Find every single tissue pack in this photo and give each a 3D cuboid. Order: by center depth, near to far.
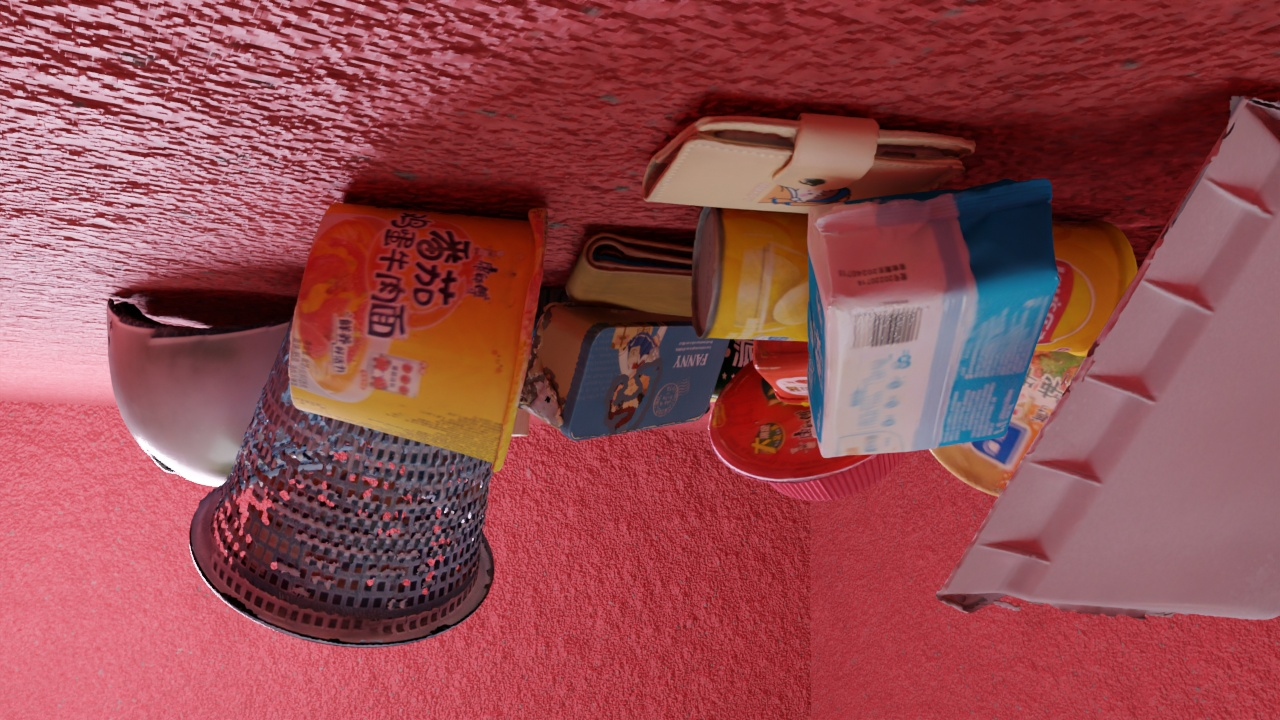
[{"bbox_3d":[0.118,-0.016,0.397,0.090,0.063,0.140,-7,140,4],"label":"tissue pack"}]

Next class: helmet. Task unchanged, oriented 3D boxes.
[{"bbox_3d":[-0.356,0.037,0.838,0.230,0.156,0.274,2,173,-7],"label":"helmet"}]

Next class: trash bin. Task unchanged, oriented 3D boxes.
[{"bbox_3d":[-0.192,0.060,0.674,0.226,0.195,0.226,18,-160,-7],"label":"trash bin"}]

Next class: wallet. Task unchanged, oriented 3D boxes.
[{"bbox_3d":[0.066,-0.078,0.375,0.115,0.024,0.087,3,171,-13],"label":"wallet"},{"bbox_3d":[0.017,-0.049,0.575,0.119,0.035,0.131,2,175,-9],"label":"wallet"}]

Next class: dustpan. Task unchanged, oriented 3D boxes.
[{"bbox_3d":[0.253,0.014,0.447,0.273,0.223,0.138,20,-162,-23],"label":"dustpan"}]

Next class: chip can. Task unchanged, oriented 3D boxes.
[{"bbox_3d":[0.136,-0.042,0.471,0.213,0.072,0.072,3,173,-6],"label":"chip can"}]

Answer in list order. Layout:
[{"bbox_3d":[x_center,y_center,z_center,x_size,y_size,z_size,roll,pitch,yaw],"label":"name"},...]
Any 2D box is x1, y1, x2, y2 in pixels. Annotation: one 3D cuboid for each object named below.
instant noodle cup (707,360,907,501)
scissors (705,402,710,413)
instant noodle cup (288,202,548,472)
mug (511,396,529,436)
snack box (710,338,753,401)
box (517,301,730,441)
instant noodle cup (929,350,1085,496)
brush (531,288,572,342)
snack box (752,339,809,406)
[{"bbox_3d":[0.159,0.052,0.782,0.194,0.193,0.066,-4,128,36],"label":"instant noodle cup"},{"bbox_3d":[-0.004,0.044,0.907,0.170,0.019,0.179,0,176,19],"label":"scissors"},{"bbox_3d":[-0.114,-0.019,0.479,0.109,0.138,0.138,11,172,-10],"label":"instant noodle cup"},{"bbox_3d":[-0.168,0.022,0.906,0.124,0.103,0.084,2,173,-16],"label":"mug"},{"bbox_3d":[0.032,0.002,0.871,0.115,0.063,0.239,-1,174,44],"label":"snack box"},{"bbox_3d":[-0.004,0.004,0.686,0.059,0.090,0.183,29,-158,36],"label":"box"},{"bbox_3d":[0.260,0.005,0.580,0.111,0.151,0.152,-4,179,-43],"label":"instant noodle cup"},{"bbox_3d":[-0.096,-0.014,0.720,0.055,0.073,0.144,14,167,-40],"label":"brush"},{"bbox_3d":[0.139,-0.011,0.729,0.091,0.082,0.080,-4,158,34],"label":"snack box"}]
